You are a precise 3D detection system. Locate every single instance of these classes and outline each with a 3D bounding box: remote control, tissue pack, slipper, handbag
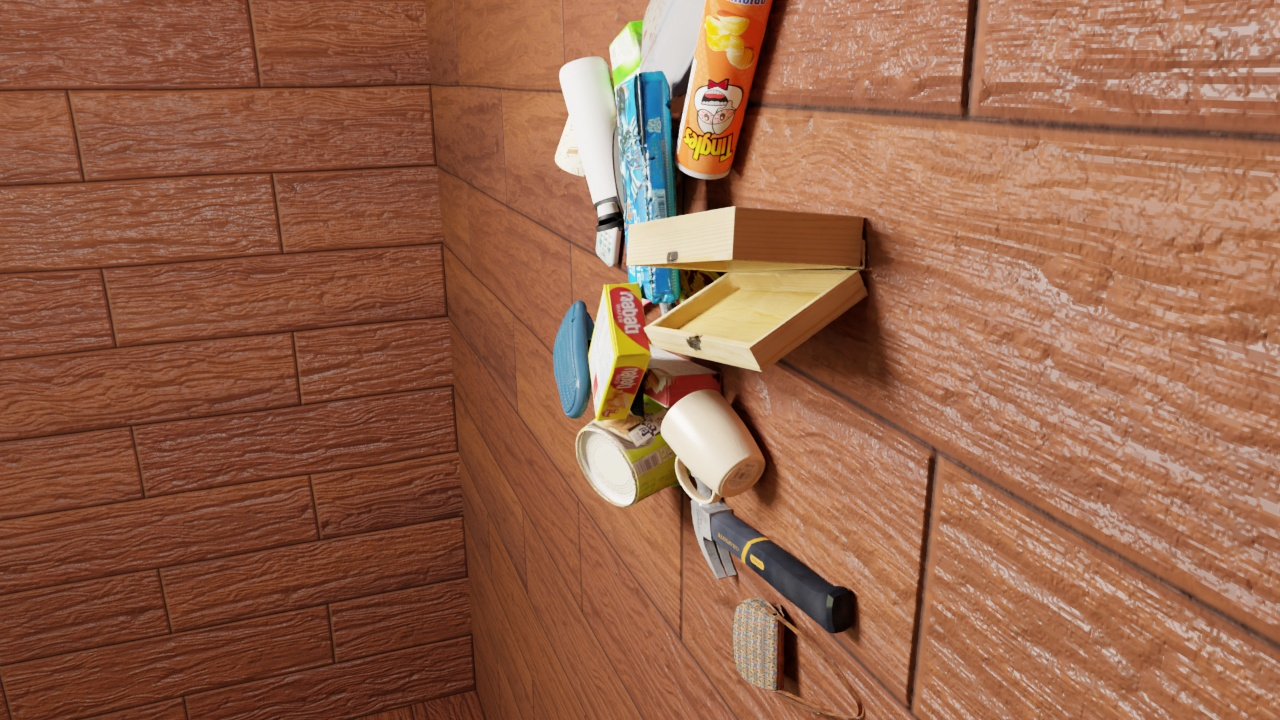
[{"bbox_3d":[-0.041,-0.204,1.345,0.050,0.022,0.134,48,142,40],"label":"remote control"},{"bbox_3d":[-0.009,-0.375,1.185,0.114,0.034,0.099,-176,78,-71],"label":"tissue pack"},{"bbox_3d":[-0.007,0.007,1.124,0.039,0.010,0.125,-174,81,-70],"label":"remote control"},{"bbox_3d":[-0.081,-0.006,1.262,0.213,0.059,0.104,-101,27,-53],"label":"slipper"},{"bbox_3d":[0.167,0.315,0.954,0.196,0.043,0.093,12,105,60],"label":"handbag"}]

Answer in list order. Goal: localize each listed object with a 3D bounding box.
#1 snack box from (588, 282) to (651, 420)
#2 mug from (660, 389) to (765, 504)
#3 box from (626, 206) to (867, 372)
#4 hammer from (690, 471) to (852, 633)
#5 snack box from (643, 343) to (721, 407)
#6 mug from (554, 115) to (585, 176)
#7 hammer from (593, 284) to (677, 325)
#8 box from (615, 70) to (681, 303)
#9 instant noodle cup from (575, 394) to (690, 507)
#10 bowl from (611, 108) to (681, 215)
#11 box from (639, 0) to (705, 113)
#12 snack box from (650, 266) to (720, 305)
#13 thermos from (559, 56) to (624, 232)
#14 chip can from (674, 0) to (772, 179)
[{"bbox_3d":[-0.028,-0.006,1.073,0.201,0.042,0.092,110,154,-65],"label":"snack box"},{"bbox_3d":[0.078,0.107,1.021,0.104,0.085,0.112,50,127,38],"label":"mug"},{"bbox_3d":[0.092,-0.078,0.869,0.249,0.140,0.148,-164,65,-69],"label":"box"},{"bbox_3d":[0.132,0.206,0.996,0.313,0.035,0.139,-157,60,-67],"label":"hammer"},{"bbox_3d":[0.016,0.014,1.191,0.273,0.076,0.044,-155,65,-67],"label":"snack box"},{"bbox_3d":[-0.063,-0.317,1.321,0.122,0.080,0.097,41,132,32],"label":"mug"},{"bbox_3d":[-0.016,-0.084,1.308,0.327,0.036,0.140,150,110,-69],"label":"hammer"},{"bbox_3d":[0.006,-0.187,1.014,0.090,0.066,0.243,-65,-29,-79],"label":"box"},{"bbox_3d":[-0.013,0.119,1.200,0.146,0.097,0.146,32,137,34],"label":"instant noodle cup"},{"bbox_3d":[0.013,-0.242,1.133,0.151,0.056,0.150,172,90,-70],"label":"bowl"},{"bbox_3d":[0.048,-0.390,1.017,0.217,0.063,0.157,132,139,-65],"label":"box"},{"bbox_3d":[0.053,-0.100,1.086,0.149,0.025,0.061,54,140,41],"label":"snack box"},{"bbox_3d":[-0.056,-0.288,1.234,0.101,0.069,0.230,-25,-79,-69],"label":"thermos"},{"bbox_3d":[0.082,-0.288,0.916,0.211,0.062,0.062,102,153,-42],"label":"chip can"}]
